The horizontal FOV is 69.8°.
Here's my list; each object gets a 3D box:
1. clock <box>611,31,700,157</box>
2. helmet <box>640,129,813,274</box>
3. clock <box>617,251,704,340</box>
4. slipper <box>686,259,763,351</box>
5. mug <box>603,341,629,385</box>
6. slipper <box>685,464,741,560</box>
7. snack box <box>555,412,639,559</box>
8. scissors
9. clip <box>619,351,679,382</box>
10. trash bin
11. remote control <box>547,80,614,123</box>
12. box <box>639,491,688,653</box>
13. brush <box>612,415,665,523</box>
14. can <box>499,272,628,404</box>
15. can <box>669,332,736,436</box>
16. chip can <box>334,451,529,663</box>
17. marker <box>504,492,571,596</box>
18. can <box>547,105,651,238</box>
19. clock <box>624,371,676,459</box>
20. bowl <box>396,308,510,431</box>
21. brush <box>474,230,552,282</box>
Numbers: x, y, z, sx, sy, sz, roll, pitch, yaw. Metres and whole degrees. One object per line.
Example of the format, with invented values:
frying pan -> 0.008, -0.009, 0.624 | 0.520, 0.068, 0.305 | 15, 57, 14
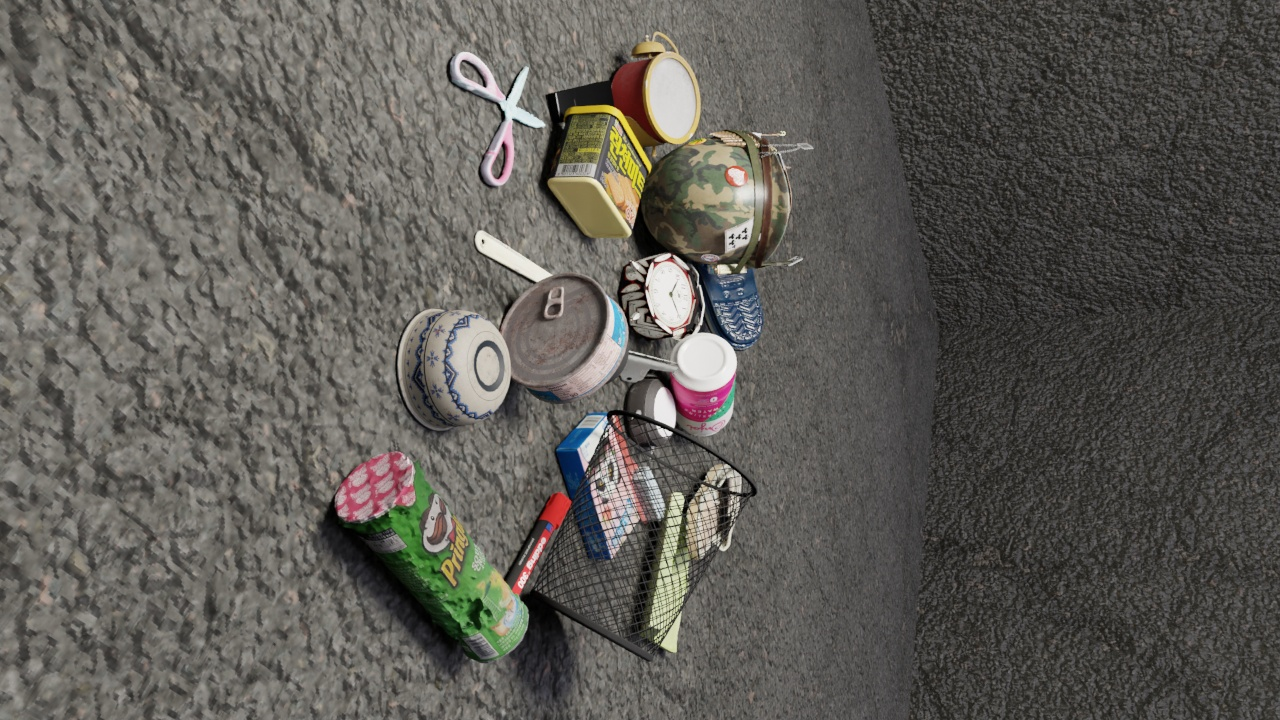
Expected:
clock -> 0.016, -0.361, 1.231 | 0.117, 0.081, 0.158 | 24, 74, -48
helmet -> 0.127, -0.216, 1.257 | 0.235, 0.225, 0.193 | -13, 111, -42
clock -> 0.032, -0.083, 1.242 | 0.154, 0.065, 0.114 | 7, 79, -48
slipper -> 0.116, -0.130, 1.399 | 0.095, 0.105, 0.252 | 127, -45, -66
mug -> -0.068, -0.034, 1.030 | 0.088, 0.078, 0.113 | 24, 55, -60
slipper -> 0.112, 0.219, 1.339 | 0.272, 0.054, 0.114 | -27, 123, -71
snack box -> -0.049, 0.149, 1.089 | 0.087, 0.033, 0.154 | -48, 129, -54
scissors -> -0.150, -0.271, 0.965 | 0.168, 0.014, 0.170 | 56, 39, -45
clip -> -0.007, 0.007, 1.175 | 0.054, 0.101, 0.040 | 136, -34, -65
trash bin -> -0.004, 0.190, 0.978 | 0.209, 0.184, 0.184 | -61, 143, -16
remote control -> -0.071, -0.320, 1.129 | 0.149, 0.013, 0.034 | -42, 127, -58
box -> 0.036, 0.285, 1.234 | 0.141, 0.048, 0.187 | 65, 32, -57
brush -> -0.005, 0.141, 1.182 | 0.040, 0.030, 0.172 | -59, 137, -49
can -> -0.080, -0.023, 0.940 | 0.044, 0.130, 0.129 | 45, 48, -53
can -> 0.086, 0.037, 1.264 | 0.166, 0.088, 0.088 | 84, 16, -60
chip can -> -0.172, 0.177, 0.794 | 0.223, 0.076, 0.075 | 63, 35, -38
marker -> -0.111, 0.198, 0.968 | 0.144, 0.023, 0.021 | -62, 177, -47
can -> -0.048, -0.219, 1.084 | 0.131, 0.073, 0.100 | 50, 49, -58
clock -> 0.018, 0.066, 1.222 | 0.122, 0.044, 0.091 | -62, 139, -47
bowl -> -0.164, 0.007, 0.848 | 0.115, 0.059, 0.115 | 15, 73, -62
brush -> -0.115, -0.096, 1.015 | 0.217, 0.012, 0.033 | 29, 61, -58
